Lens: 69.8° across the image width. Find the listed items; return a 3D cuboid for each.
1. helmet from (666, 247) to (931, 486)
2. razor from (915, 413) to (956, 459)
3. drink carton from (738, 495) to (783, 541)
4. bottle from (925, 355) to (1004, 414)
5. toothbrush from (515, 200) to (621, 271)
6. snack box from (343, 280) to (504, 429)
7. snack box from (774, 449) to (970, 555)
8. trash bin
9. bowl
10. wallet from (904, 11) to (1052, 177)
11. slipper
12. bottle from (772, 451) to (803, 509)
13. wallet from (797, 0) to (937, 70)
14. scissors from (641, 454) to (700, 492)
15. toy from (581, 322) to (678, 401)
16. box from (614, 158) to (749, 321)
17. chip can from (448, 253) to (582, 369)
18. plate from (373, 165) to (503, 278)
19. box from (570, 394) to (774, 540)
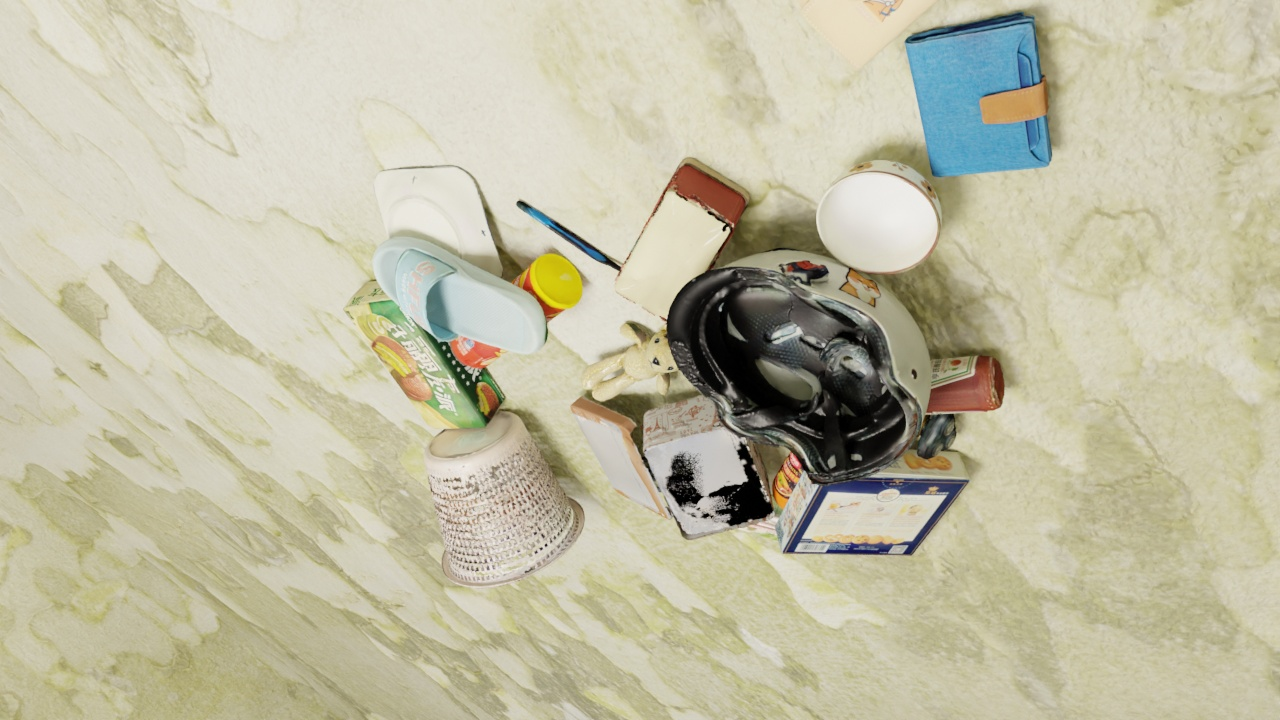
[{"bbox_3d":[0.180,-0.016,0.952,0.274,0.156,0.231,34,138,16],"label":"helmet"},{"bbox_3d":[0.274,0.076,1.054,0.168,0.067,0.062,4,145,24],"label":"razor"},{"bbox_3d":[0.154,0.211,1.273,0.122,0.045,0.054,16,136,14],"label":"drink carton"},{"bbox_3d":[0.289,0.031,1.012,0.206,0.059,0.060,-5,128,33],"label":"bottle"},{"bbox_3d":[-0.067,-0.133,1.079,0.189,0.014,0.016,33,162,-3],"label":"toothbrush"},{"bbox_3d":[-0.301,-0.007,1.295,0.115,0.063,0.240,-4,129,33],"label":"snack box"},{"bbox_3d":[0.277,0.175,1.119,0.178,0.045,0.183,4,138,-10],"label":"snack box"},{"bbox_3d":[-0.217,0.190,1.353,0.228,0.226,0.192,-3,117,31],"label":"trash bin"},{"bbox_3d":[0.229,-0.143,0.868,0.113,0.062,0.114,16,136,16],"label":"bowl"},{"bbox_3d":[0.289,-0.220,0.779,0.107,0.040,0.133,1,133,34],"label":"wallet"},{"bbox_3d":[-0.224,-0.066,1.096,0.245,0.074,0.104,22,131,18],"label":"slipper"},{"bbox_3d":[0.212,0.128,1.152,0.067,0.066,0.150,21,131,9],"label":"bottle"},{"bbox_3d":[0.192,-0.306,0.756,0.087,0.024,0.115,41,139,-12],"label":"wallet"},{"bbox_3d":[0.066,0.150,1.290,0.175,0.014,0.136,4,132,22],"label":"scissors"},{"bbox_3d":[-0.007,0.007,1.144,0.158,0.066,0.105,-25,99,34],"label":"toy"},{"bbox_3d":[0.037,-0.121,0.983,0.091,0.079,0.169,30,138,-2],"label":"box"},{"bbox_3d":[-0.162,-0.058,1.162,0.073,0.073,0.217,44,138,-16],"label":"chip can"},{"bbox_3d":[-0.258,-0.156,1.130,0.164,0.034,0.164,3,123,28],"label":"plate"},{"bbox_3d":[0.036,0.135,1.208,0.274,0.125,0.179,-1,129,32],"label":"box"}]
